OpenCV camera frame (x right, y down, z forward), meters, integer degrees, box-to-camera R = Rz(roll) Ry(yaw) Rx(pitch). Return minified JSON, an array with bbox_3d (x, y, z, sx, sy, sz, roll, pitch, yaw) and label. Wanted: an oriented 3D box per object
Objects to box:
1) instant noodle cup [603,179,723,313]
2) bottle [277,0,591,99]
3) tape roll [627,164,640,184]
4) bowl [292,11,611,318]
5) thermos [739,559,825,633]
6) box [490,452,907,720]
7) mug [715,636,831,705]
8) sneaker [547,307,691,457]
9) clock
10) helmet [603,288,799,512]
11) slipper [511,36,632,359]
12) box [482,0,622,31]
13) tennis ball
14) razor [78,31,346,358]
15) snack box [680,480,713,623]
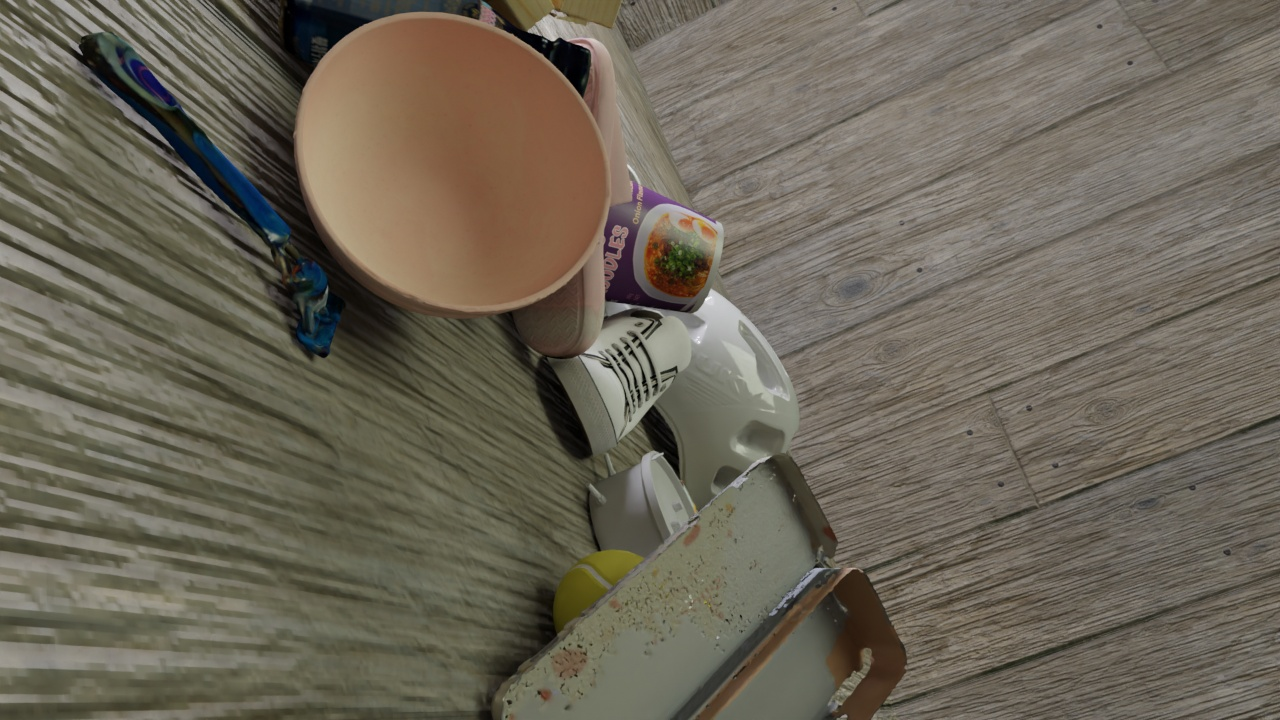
[{"bbox_3d":[0.001,-0.095,0.777,0.137,0.122,0.122,-159,-95,-79],"label":"instant noodle cup"},{"bbox_3d":[-0.107,-0.170,0.494,0.056,0.160,0.056,-170,-89,-74],"label":"bottle"},{"bbox_3d":[-0.044,-0.162,0.924,0.019,0.094,0.094,-78,142,-73],"label":"tape roll"},{"bbox_3d":[-0.097,-0.084,0.454,0.076,0.152,0.153,-31,-99,59],"label":"bowl"},{"bbox_3d":[0.131,0.264,0.875,0.106,0.106,0.218,65,16,-6],"label":"thermos"},{"bbox_3d":[0.040,0.158,0.458,0.215,0.043,0.151,-35,105,-35],"label":"box"},{"bbox_3d":[0.052,0.213,0.521,0.096,0.119,0.083,64,-5,-12],"label":"mug"},{"bbox_3d":[-0.004,0.004,0.752,0.245,0.097,0.091,-50,116,-79],"label":"sneaker"},{"bbox_3d":[0.018,0.141,0.668,0.159,0.061,0.119,64,11,-6],"label":"clock"},{"bbox_3d":[0.054,0.018,1.023,0.282,0.184,0.224,47,3,10],"label":"helmet"},{"bbox_3d":[-0.054,-0.112,0.644,0.055,0.107,0.221,-2,95,-50],"label":"slipper"},{"bbox_3d":[-0.117,-0.308,0.587,0.248,0.184,0.142,42,-38,39],"label":"box"},{"bbox_3d":[-0.015,0.136,0.499,0.065,0.065,0.065,62,12,-23],"label":"tennis ball"},{"bbox_3d":[-0.158,-0.063,0.355,0.043,0.018,0.141,-98,162,-53],"label":"razor"},{"bbox_3d":[0.040,0.169,0.809,0.061,0.026,0.148,62,11,-18],"label":"snack box"}]
